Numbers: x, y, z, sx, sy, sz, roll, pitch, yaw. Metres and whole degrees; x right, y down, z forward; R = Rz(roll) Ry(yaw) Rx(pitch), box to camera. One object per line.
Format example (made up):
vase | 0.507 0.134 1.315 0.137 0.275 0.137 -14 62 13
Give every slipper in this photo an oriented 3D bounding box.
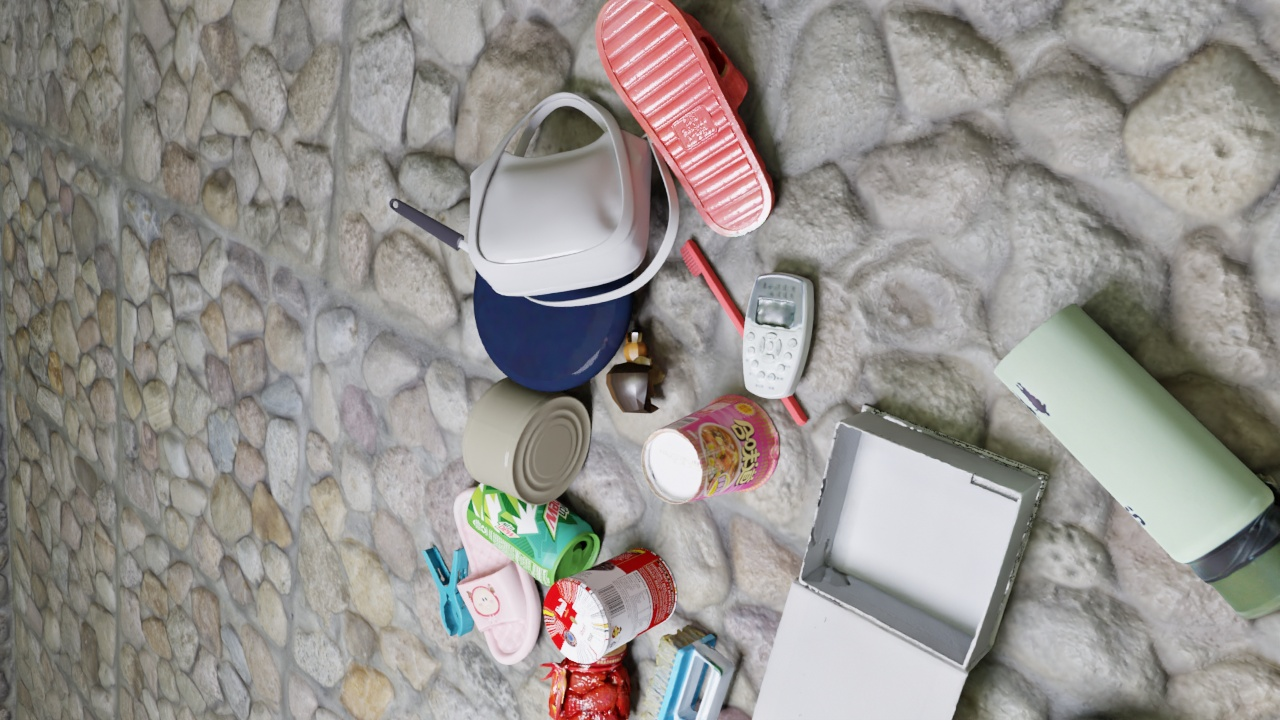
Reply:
slipper | 0.051 -0.233 0.848 0.104 0.059 0.249 -30 94 38
slipper | -0.182 0.263 1.129 0.107 0.055 0.221 -21 82 38

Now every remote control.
remote control | 0.124 -0.022 0.832 0.060 0.028 0.114 12 97 30

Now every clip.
clip | -0.240 0.302 1.205 0.103 0.026 0.119 -7 93 43

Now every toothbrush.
toothbrush | 0.095 -0.026 0.875 0.018 0.012 0.212 -42 71 36

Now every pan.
pan | -0.157 -0.103 0.990 0.356 0.021 0.199 31 104 27

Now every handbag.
handbag | -0.066 -0.174 0.907 0.216 0.095 0.222 -8 62 13

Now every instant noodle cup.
instant noodle cup | 0.060 0.088 0.861 0.098 0.108 0.098 8 103 39

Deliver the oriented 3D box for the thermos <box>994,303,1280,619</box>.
thermos | 0.358 0.066 0.633 0.231 0.082 0.083 52 125 21

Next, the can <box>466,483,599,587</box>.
can | -0.123 0.192 1.047 0.144 0.082 0.083 30 115 31

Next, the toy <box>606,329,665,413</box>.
toy | -0.006 0.005 0.940 0.076 0.062 0.100 159 107 -77

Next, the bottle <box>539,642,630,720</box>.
bottle | -0.061 0.366 1.020 0.099 0.098 0.111 10 99 38

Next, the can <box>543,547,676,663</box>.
can | -0.031 0.254 0.960 0.087 0.116 0.087 8 102 39

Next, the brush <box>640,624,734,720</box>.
brush | 0.046 0.350 0.952 0.075 0.055 0.136 32 117 37

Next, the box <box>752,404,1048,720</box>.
box | 0.197 0.238 0.780 0.166 0.098 0.369 22 105 36

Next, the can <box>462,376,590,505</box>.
can | -0.122 0.087 1.001 0.073 0.127 0.128 19 109 34
